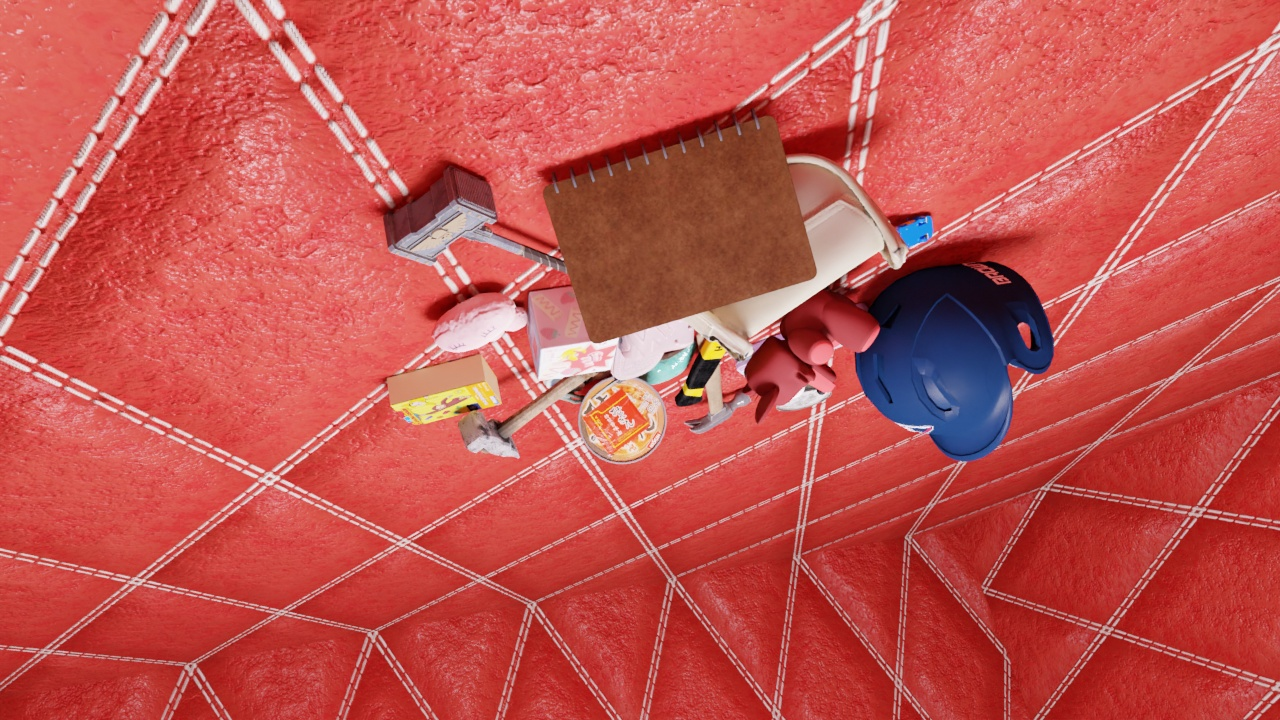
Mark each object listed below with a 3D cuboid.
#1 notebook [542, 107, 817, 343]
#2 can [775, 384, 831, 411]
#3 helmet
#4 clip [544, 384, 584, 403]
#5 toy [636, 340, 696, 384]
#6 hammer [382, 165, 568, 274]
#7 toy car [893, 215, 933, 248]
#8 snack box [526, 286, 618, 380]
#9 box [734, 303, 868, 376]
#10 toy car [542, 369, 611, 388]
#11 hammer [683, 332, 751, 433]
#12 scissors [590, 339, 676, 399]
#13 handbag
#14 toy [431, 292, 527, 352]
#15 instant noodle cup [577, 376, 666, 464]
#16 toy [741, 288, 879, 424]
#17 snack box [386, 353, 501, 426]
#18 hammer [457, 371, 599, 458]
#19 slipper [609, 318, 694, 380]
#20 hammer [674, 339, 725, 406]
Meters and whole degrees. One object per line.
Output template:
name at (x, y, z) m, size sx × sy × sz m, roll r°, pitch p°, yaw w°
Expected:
notebook at (0.036, -0.126, 0.867) m, size 0.225 × 0.167 × 0.024 m, roll -17°, pitch -170°, yaw 6°
can at (0.249, 0.030, 1.454) m, size 0.090 × 0.074 × 0.090 m, roll -11°, pitch 159°, yaw -5°
helmet at (0.408, 0.009, 1.254) m, size 0.222 × 0.272 × 0.232 m, roll -17°, pitch -169°, yaw -15°
clip at (-0.109, 0.044, 1.337) m, size 0.023 × 0.044 × 0.076 m, roll -26°, pitch 155°, yaw 29°
toy at (0.027, 0.002, 1.316) m, size 0.105 × 0.033 × 0.085 m, roll -7°, pitch 142°, yaw -22°
hammer at (-0.108, -0.109, 0.958) m, size 0.099 × 0.044 × 0.321 m, roll -27°, pitch 155°, yaw 29°
toy car at (0.305, -0.155, 1.130) m, size 0.091 × 0.062 × 0.033 m, roll -24°, pitch 117°, yaw -21°
snack box at (-0.083, -0.033, 1.101) m, size 0.094 × 0.079 × 0.093 m, roll -9°, pitch 157°, yaw -13°
box at (0.245, -0.025, 1.376) m, size 0.214 × 0.033 × 0.076 m, roll -22°, pitch 157°, yaw 17°
toy car at (-0.085, 0.018, 1.284) m, size 0.105 × 0.033 × 0.048 m, roll -13°, pitch 156°, yaw -6°
hammer at (0.113, 0.030, 1.400) m, size 0.119 × 0.030 × 0.331 m, roll -34°, pitch 157°, yaw -9°
scissors at (-0.007, 0.007, 1.251) m, size 0.137 × 0.019 × 0.137 m, roll -42°, pitch 175°, yaw 25°
handbag at (0.130, -0.108, 0.947) m, size 0.229 × 0.184 × 0.132 m, roll -33°, pitch 162°, yaw 4°
toy at (-0.181, -0.043, 1.065) m, size 0.109 × 0.053 × 0.105 m, roll -28°, pitch 169°, yaw 26°
instant noodle cup at (-0.033, 0.080, 1.330) m, size 0.123 × 0.123 × 0.122 m, roll -12°, pitch -176°, yaw -7°
toy at (0.216, -0.007, 1.231) m, size 0.120 × 0.158 × 0.197 m, roll 37°, pitch 101°, yaw -13°
snack box at (-0.259, 0.041, 1.220) m, size 0.126 × 0.040 × 0.088 m, roll -14°, pitch 158°, yaw 0°
hammer at (-0.098, 0.032, 1.228) m, size 0.319 × 0.049 × 0.121 m, roll -36°, pitch 152°, yaw 17°
slipper at (0.016, -0.033, 1.102) m, size 0.094 × 0.064 × 0.240 m, roll -16°, pitch 153°, yaw -23°
hammer at (0.101, -0.026, 1.243) m, size 0.169 × 0.034 × 0.325 m, roll -5°, pitch 148°, yaw -19°
